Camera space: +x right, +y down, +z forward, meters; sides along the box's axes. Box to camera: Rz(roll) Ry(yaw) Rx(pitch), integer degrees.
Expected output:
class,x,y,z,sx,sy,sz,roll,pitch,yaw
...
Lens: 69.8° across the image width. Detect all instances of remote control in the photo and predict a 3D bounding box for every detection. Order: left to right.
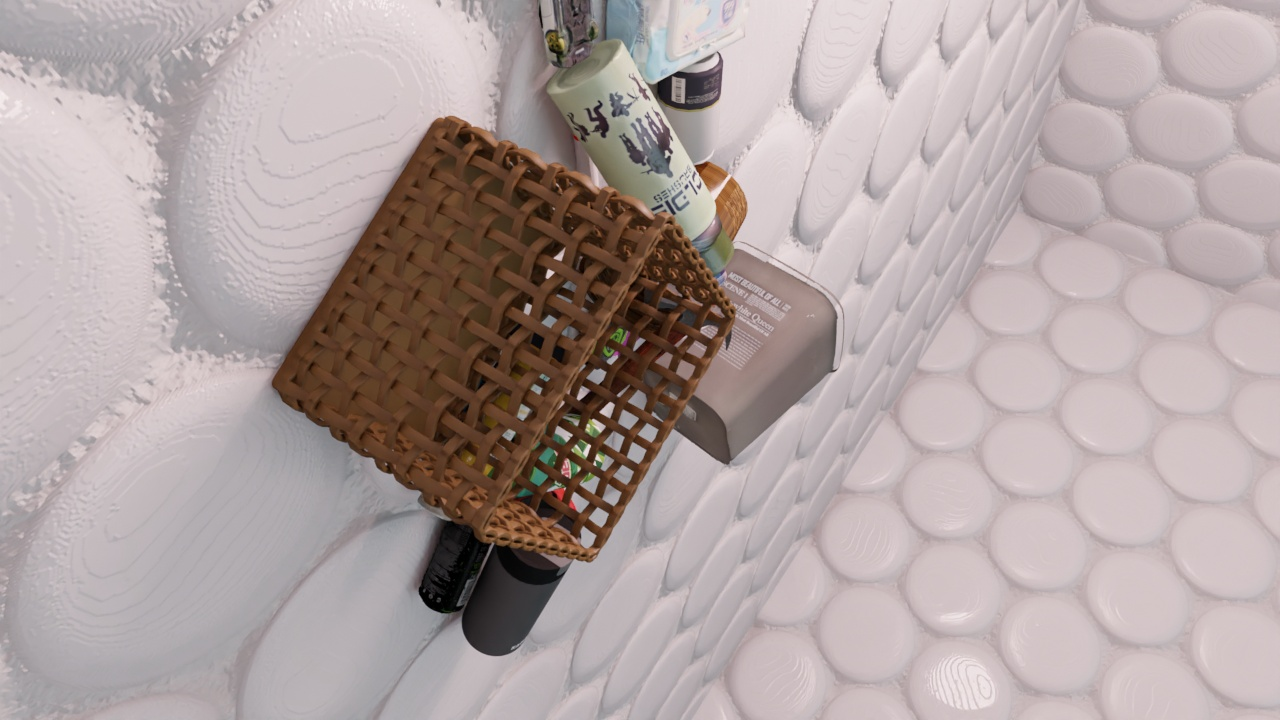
class,x,y,z,sx,sy,sz,roll,pitch,yaw
remote control,-0.107,-0.019,0.955,0.032,0.015,0.136,-59,156,-4

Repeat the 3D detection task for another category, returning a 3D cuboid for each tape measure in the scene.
class,x,y,z,sx,sy,sz,roll,pitch,yaw
tape measure,-0.045,-0.030,1.045,0.058,0.036,0.066,-41,154,-20

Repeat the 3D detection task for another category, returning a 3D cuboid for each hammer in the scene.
class,x,y,z,sx,sy,sz,roll,pitch,yaw
hammer,-0.006,0.006,0.983,0.302,0.111,0.028,-42,-140,51

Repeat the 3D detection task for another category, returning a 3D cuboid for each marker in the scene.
class,x,y,z,sx,sy,sz,roll,pitch,yaw
marker,-0.051,-0.183,0.883,0.019,0.019,0.146,-47,152,-30

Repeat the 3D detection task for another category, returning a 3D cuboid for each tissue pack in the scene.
class,x,y,z,sx,sy,sz,roll,pitch,yaw
tissue pack,0.036,-0.329,0.835,0.181,0.070,0.112,-40,149,-38

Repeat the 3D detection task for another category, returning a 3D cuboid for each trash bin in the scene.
class,x,y,z,sx,sy,sz,roll,pitch,yaw
trash bin,0.130,-0.002,1.250,0.219,0.197,0.198,-45,151,-19

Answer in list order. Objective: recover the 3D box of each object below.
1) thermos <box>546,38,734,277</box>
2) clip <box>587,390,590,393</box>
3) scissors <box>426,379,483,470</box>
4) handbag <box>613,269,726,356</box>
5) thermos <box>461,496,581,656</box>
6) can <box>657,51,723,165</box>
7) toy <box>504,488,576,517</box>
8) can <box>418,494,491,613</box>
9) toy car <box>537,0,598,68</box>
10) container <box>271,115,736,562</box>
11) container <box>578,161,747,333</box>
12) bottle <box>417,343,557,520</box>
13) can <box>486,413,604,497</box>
class,x,y,z,sx,sy,sz,roll,pitch,yaw
thermos,0.006,-0.167,0.829,0.082,0.082,0.231,-51,127,-21
clip,-0.065,0.058,1.127,0.052,0.014,0.041,-63,159,-4
scissors,-0.174,0.059,0.912,0.066,0.015,0.135,7,113,-60
handbag,0.023,-0.069,1.115,0.170,0.068,0.144,-51,154,-8
thermos,-0.136,0.245,1.019,0.082,0.082,0.241,-39,165,-41
can,0.050,-0.259,0.944,0.064,0.064,0.127,-45,151,-32
toy,-0.128,0.181,1.099,0.094,0.088,0.133,-25,180,6
can,-0.191,0.203,0.981,0.054,0.054,0.138,3,113,-64
toy car,-0.061,-0.288,0.732,0.047,0.033,0.106,-40,144,-35
container,-0.096,-0.009,0.740,0.251,0.214,0.219,-59,156,-4
container,0.034,-0.126,0.993,0.166,0.132,0.132,-55,156,-28
bottle,-0.150,0.066,0.889,0.186,0.053,0.053,-58,156,-3
can,-0.107,0.102,1.003,0.144,0.083,0.083,1,115,-63
